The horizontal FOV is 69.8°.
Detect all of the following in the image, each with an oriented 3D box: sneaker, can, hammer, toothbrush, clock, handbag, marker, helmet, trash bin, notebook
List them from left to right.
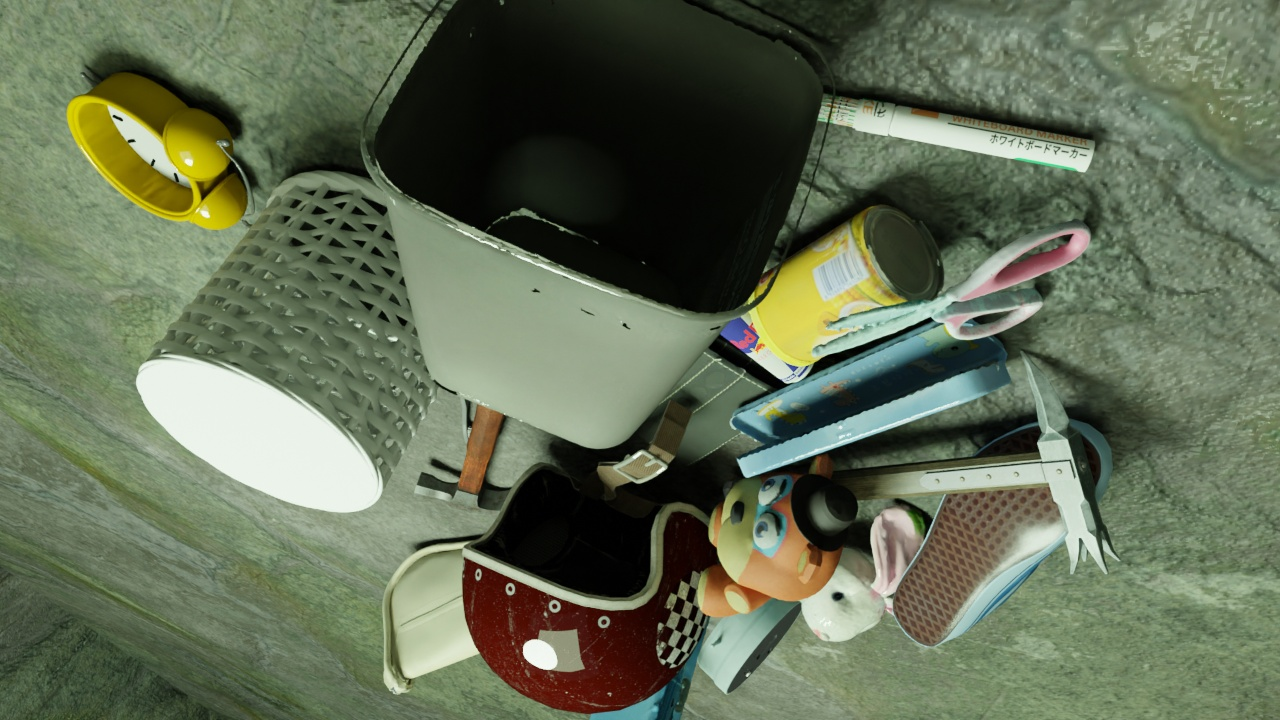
[{"bbox_3d":[-0.364,-0.158,0.706,0.152,0.051,0.114,24,145,7],"label":"clock"},{"bbox_3d":[-0.169,0.033,0.872,0.013,0.012,0.168,10,143,6],"label":"toothbrush"},{"bbox_3d":[-0.211,0.320,1.137,0.230,0.183,0.132,-30,123,29],"label":"handbag"},{"bbox_3d":[-0.155,0.083,0.895,0.111,0.028,0.302,17,147,-7],"label":"hammer"},{"bbox_3d":[-0.033,-0.071,0.522,0.197,0.196,0.221,23,150,-1],"label":"trash bin"},{"bbox_3d":[-0.038,0.185,0.827,0.234,0.253,0.233,9,158,43],"label":"helmet"},{"bbox_3d":[-0.004,0.004,0.732,0.209,0.029,0.170,29,146,-13],"label":"notebook"},{"bbox_3d":[0.115,0.283,0.946,0.045,0.122,0.159,39,170,23],"label":"clock"},{"bbox_3d":[0.080,-0.021,0.646,0.095,0.032,0.032,36,143,-17],"label":"can"},{"bbox_3d":[0.123,-0.044,0.563,0.067,0.067,0.105,37,142,-18],"label":"can"},{"bbox_3d":[0.180,0.089,0.703,0.318,0.028,0.147,-15,92,48],"label":"hammer"},{"bbox_3d":[0.161,-0.122,0.485,0.145,0.017,0.017,14,143,12],"label":"marker"},{"bbox_3d":[0.283,0.124,0.706,0.083,0.098,0.242,49,137,30],"label":"sneaker"}]

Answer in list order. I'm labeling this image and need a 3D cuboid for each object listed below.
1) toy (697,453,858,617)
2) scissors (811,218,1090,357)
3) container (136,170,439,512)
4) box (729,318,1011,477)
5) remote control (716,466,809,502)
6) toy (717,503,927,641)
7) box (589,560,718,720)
[{"bbox_3d":[0.105,0.137,0.707,0.096,0.112,0.177,32,141,-23],"label":"toy"},{"bbox_3d":[0.168,-0.022,0.524,0.179,0.016,0.108,-22,151,-10],"label":"scissors"},{"bbox_3d":[-0.241,-0.012,0.699,0.189,0.186,0.190,14,144,10],"label":"container"},{"bbox_3d":[0.152,0.023,0.649,0.211,0.069,0.064,-26,80,43],"label":"box"},{"bbox_3d":[0.123,0.119,0.822,0.046,0.009,0.125,39,142,-21],"label":"remote control"},{"bbox_3d":[0.156,0.197,0.824,0.206,0.105,0.131,-3,134,30],"label":"toy"},{"bbox_3d":[0.034,0.321,0.941,0.094,0.230,0.110,-16,130,42],"label":"box"}]
